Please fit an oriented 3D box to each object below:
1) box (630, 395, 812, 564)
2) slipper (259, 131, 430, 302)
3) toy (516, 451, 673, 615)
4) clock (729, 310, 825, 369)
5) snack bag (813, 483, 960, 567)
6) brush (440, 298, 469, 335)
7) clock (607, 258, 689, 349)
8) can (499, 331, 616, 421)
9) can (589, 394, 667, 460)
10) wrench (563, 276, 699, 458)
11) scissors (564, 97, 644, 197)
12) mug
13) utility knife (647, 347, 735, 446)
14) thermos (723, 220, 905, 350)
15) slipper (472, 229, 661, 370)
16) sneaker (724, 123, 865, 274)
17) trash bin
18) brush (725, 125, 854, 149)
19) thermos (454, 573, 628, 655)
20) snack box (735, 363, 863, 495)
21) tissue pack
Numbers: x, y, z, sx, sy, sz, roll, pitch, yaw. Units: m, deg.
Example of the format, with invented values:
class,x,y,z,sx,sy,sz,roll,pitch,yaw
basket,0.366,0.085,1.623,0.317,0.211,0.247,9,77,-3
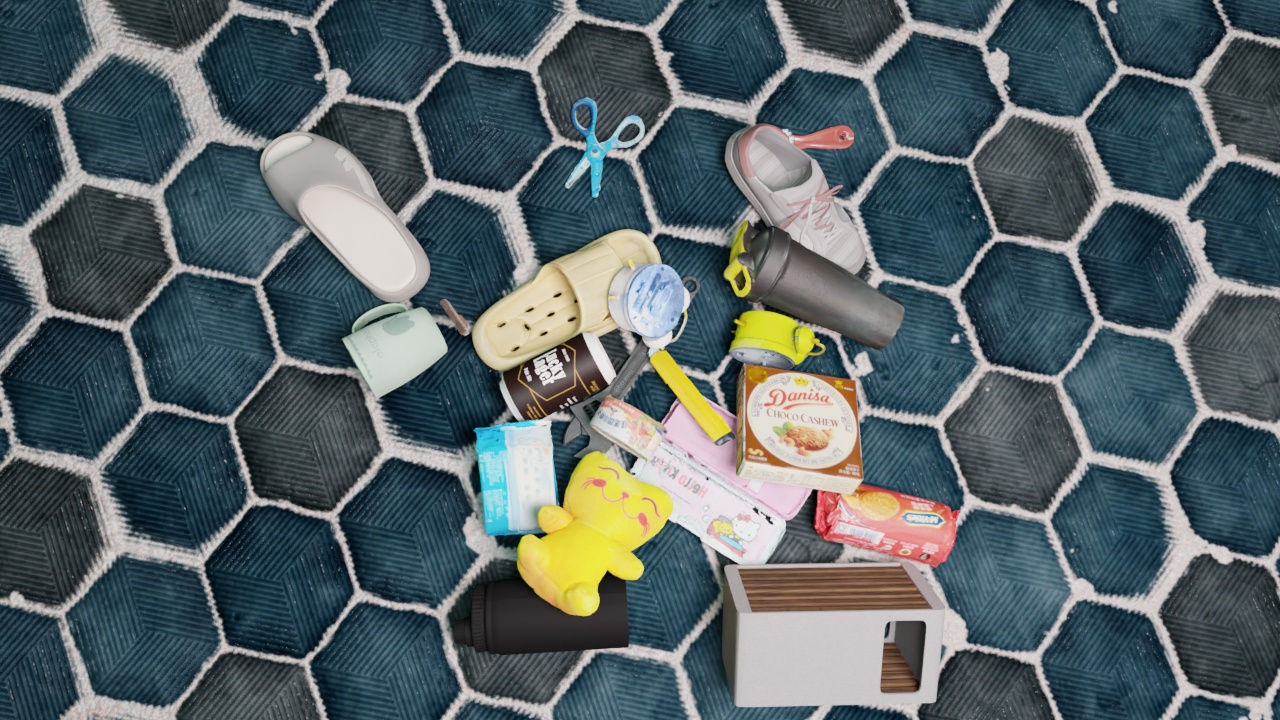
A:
class,x,y,z,sx,sy,sz,roll,pitch,yaw
box,0.099,0.147,1.129,0.201,0.037,0.152,34,85,2
slipper,-0.369,-0.185,1.126,0.113,0.080,0.266,-41,86,-4
toy,-0.051,0.203,1.049,0.134,0.088,0.193,31,48,9
clock,0.167,-0.020,1.129,0.119,0.083,0.057,14,76,1
snack bag,0.294,0.197,1.113,0.176,0.082,0.082,14,82,0
brush,-0.215,-0.049,1.084,0.008,0.143,0.045,-33,94,-5
clock,0.016,-0.066,1.113,0.125,0.052,0.088,39,73,-38
can,-0.100,0.021,1.109,0.128,0.072,0.072,-27,85,2
can,-0.015,0.080,1.089,0.086,0.086,0.043,31,80,1
wrench,-0.007,0.007,1.151,0.073,0.018,0.273,35,81,1
scissors,-0.066,-0.279,1.187,0.118,0.013,0.140,39,85,2
mug,-0.302,-0.024,1.115,0.104,0.084,0.111,-31,57,-16
utility knife,0.059,0.040,1.117,0.030,0.017,0.159,-28,70,-25
thermos,0.211,-0.087,1.124,0.221,0.098,0.098,25,82,-10
slipper,-0.086,-0.073,1.127,0.261,0.079,0.111,-30,88,-5
sneaker,0.199,-0.196,1.133,0.099,0.089,0.236,-44,96,0
trash bin,0.215,0.312,1.055,0.229,0.114,0.114,0,104,-3
brush,0.196,-0.284,1.189,0.172,0.030,0.041,-9,84,-4
thermos,-0.115,0.297,1.074,0.198,0.086,0.086,-3,83,-3
snack box,0.188,0.080,1.102,0.143,0.041,0.146,9,52,-4
tissue pack,-0.144,0.138,1.092,0.093,0.061,0.144,-5,107,-3
